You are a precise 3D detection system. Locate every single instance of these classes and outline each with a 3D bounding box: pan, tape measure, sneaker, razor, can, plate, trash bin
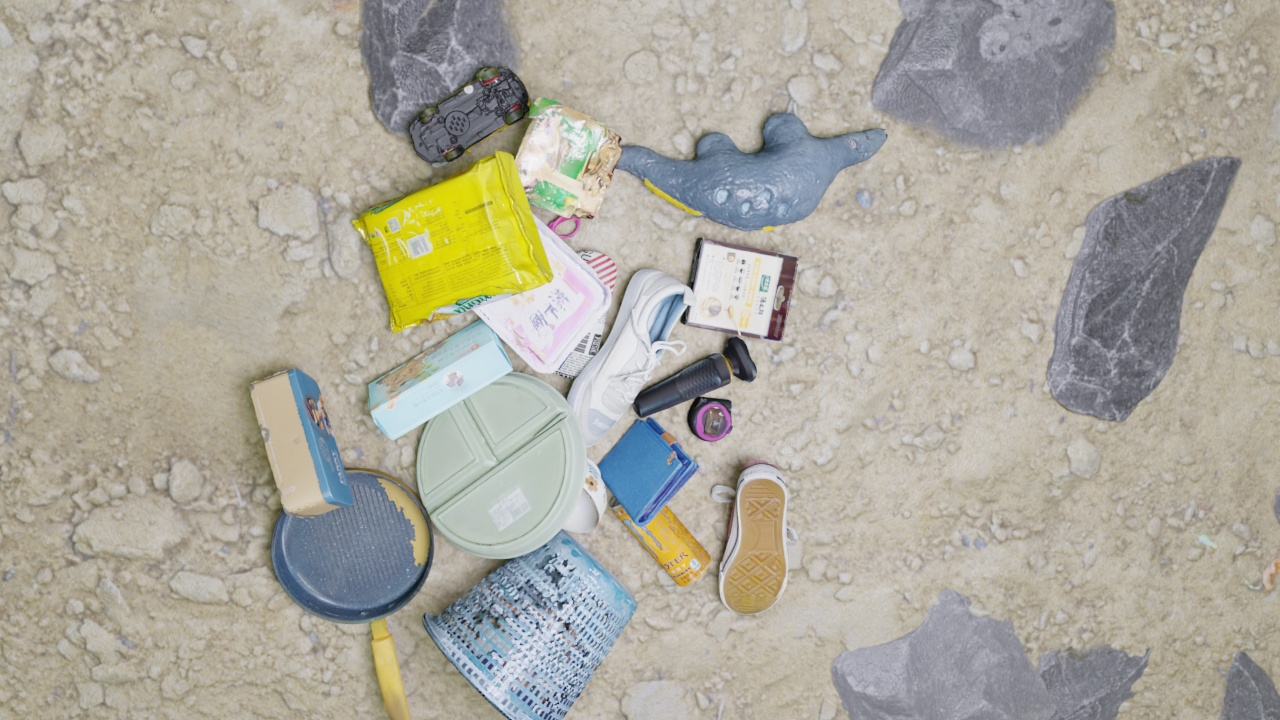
[{"bbox_3d":[-0.336,0.309,1.150,0.197,0.078,0.357,-16,99,-5],"label":"pan"},{"bbox_3d":[0.091,0.077,1.193,0.057,0.039,0.058,9,97,-9],"label":"tape measure"},{"bbox_3d":[0.150,0.224,1.200,0.118,0.087,0.241,3,119,4],"label":"sneaker"},{"bbox_3d":[-0.007,0.007,1.132,0.089,0.091,0.242,28,89,-48],"label":"sneaker"},{"bbox_3d":[0.066,0.028,1.178,0.167,0.067,0.062,-25,90,6],"label":"razor"},{"bbox_3d":[0.027,0.225,1.195,0.058,0.058,0.146,-41,101,-1],"label":"can"},{"bbox_3d":[-0.175,0.125,1.115,0.230,0.027,0.230,-4,80,20],"label":"plate"},{"bbox_3d":[-0.119,0.321,1.127,0.195,0.227,0.226,-46,101,-13],"label":"trash bin"}]

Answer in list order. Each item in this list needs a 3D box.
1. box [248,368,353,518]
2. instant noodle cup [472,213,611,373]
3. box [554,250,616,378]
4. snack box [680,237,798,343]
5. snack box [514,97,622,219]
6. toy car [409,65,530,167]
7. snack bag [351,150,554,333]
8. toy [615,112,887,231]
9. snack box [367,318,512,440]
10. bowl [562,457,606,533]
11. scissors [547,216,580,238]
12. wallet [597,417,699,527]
[{"bbox_3d":[-0.398,0.105,1.084,0.062,0.090,0.184,-22,79,-4],"label":"box"},{"bbox_3d":[-0.122,-0.085,1.104,0.173,0.060,0.138,43,105,10],"label":"instant noodle cup"},{"bbox_3d":[-0.074,-0.059,1.156,0.072,0.060,0.164,18,95,13],"label":"box"},{"bbox_3d":[0.125,-0.089,1.167,0.125,0.053,0.113,10,96,-9],"label":"snack box"},{"bbox_3d":[-0.092,-0.231,1.094,0.117,0.105,0.118,22,93,-8],"label":"snack box"},{"bbox_3d":[-0.206,-0.293,1.102,0.156,0.041,0.071,-34,100,-3],"label":"toy car"},{"bbox_3d":[-0.222,-0.132,1.055,0.247,0.068,0.158,-15,97,31],"label":"snack bag"},{"bbox_3d":[0.149,-0.230,1.141,0.356,0.091,0.137,-9,71,-7],"label":"toy"},{"bbox_3d":[-0.245,0.021,1.118,0.175,0.074,0.051,-31,120,-2],"label":"snack box"},{"bbox_3d":[-0.088,0.157,1.160,0.113,0.114,0.062,48,48,-11],"label":"bowl"},{"bbox_3d":[-0.140,-0.161,1.143,0.133,0.017,0.133,-23,105,-1],"label":"scissors"},{"bbox_3d":[0.006,0.135,1.146,0.106,0.133,0.040,-48,124,1],"label":"wallet"}]
